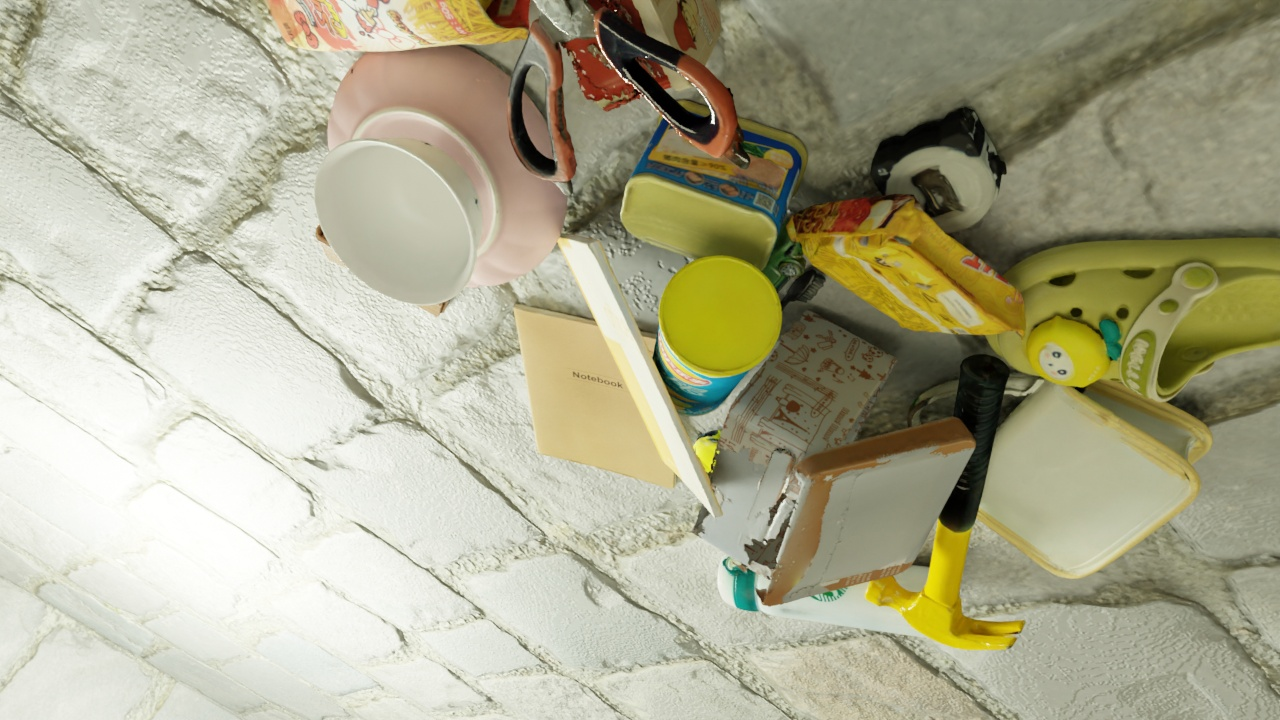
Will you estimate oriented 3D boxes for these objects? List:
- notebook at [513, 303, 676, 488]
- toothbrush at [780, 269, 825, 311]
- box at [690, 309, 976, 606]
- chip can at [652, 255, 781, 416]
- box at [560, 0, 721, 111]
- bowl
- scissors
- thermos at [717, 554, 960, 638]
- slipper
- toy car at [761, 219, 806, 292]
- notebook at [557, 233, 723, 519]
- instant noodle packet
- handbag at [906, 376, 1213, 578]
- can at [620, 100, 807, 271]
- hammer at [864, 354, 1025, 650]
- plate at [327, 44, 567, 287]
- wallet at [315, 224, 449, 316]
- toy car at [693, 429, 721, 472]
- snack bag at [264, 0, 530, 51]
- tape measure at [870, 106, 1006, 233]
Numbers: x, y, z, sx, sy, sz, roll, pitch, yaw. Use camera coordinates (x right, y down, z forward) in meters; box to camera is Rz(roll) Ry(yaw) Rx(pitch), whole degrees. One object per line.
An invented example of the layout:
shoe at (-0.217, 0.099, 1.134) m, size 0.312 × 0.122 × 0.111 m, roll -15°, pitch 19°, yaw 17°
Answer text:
notebook at (-0.037, 0.039, 0.841) m, size 0.148 × 0.008 × 0.208 m, roll 13°, pitch 139°, yaw 13°
toothbrush at (0.091, -0.012, 0.718) m, size 0.016 × 0.014 × 0.190 m, roll 9°, pitch 145°, yaw -20°
box at (0.144, 0.092, 0.674) m, size 0.166 × 0.149 × 0.182 m, roll 29°, pitch 142°, yaw 15°
chip can at (0.044, -0.007, 0.628) m, size 0.071 × 0.071 × 0.210 m, roll 22°, pitch 170°, yaw 3°
box at (-0.029, -0.223, 0.485) m, size 0.078 × 0.091 × 0.168 m, roll -9°, pitch 130°, yaw 30°
bowl at (-0.148, -0.103, 0.611) m, size 0.118 × 0.064 × 0.118 m, roll 13°, pitch 128°, yaw 17°
scissors at (-0.035, -0.165, 0.471) m, size 0.225 × 0.015 × 0.190 m, roll 41°, pitch 144°, yaw -20°
thermos at (0.186, 0.220, 0.883) m, size 0.225 × 0.073 × 0.073 m, roll 1°, pitch 135°, yaw 26°
slipper at (0.305, -0.022, 0.550) m, size 0.191 × 0.081 × 0.092 m, roll -6°, pitch 129°, yaw 28°
toy car at (0.088, -0.064, 0.638) m, size 0.036 × 0.043 × 0.091 m, roll 32°, pitch 139°, yaw -9°
notebook at (-0.004, 0.004, 0.666) m, size 0.206 × 0.010 × 0.146 m, roll 65°, pitch 172°, yaw -15°
instant noodle packet at (0.168, -0.055, 0.569) m, size 0.128 × 0.044 × 0.111 m, roll 32°, pitch 174°, yaw -26°
handbag at (0.292, 0.062, 0.675) m, size 0.179 × 0.063 × 0.164 m, roll 34°, pitch 142°, yaw 12°
can at (0.046, -0.109, 0.579) m, size 0.102 × 0.083 × 0.057 m, roll 20°, pitch 140°, yaw 5°
hammer at (0.244, 0.121, 0.706) m, size 0.129 × 0.032 × 0.301 m, roll 24°, pitch 138°, yaw 33°
plate at (-0.148, -0.130, 0.661) m, size 0.192 × 0.038 × 0.193 m, roll 12°, pitch 129°, yaw 16°
wallet at (-0.213, -0.072, 0.765) m, size 0.115 × 0.020 × 0.101 m, roll 31°, pitch 171°, yaw -10°
toy car at (0.093, 0.102, 0.828) m, size 0.105 × 0.032 × 0.048 m, roll 36°, pitch 139°, yaw -11°
snack bag at (-0.164, -0.245, 0.560) m, size 0.208 × 0.073 × 0.129 m, roll 10°, pitch 139°, yaw 27°
tape measure at (0.181, -0.110, 0.550) m, size 0.066 × 0.033 × 0.066 m, roll -19°, pitch 124°, yaw 42°
